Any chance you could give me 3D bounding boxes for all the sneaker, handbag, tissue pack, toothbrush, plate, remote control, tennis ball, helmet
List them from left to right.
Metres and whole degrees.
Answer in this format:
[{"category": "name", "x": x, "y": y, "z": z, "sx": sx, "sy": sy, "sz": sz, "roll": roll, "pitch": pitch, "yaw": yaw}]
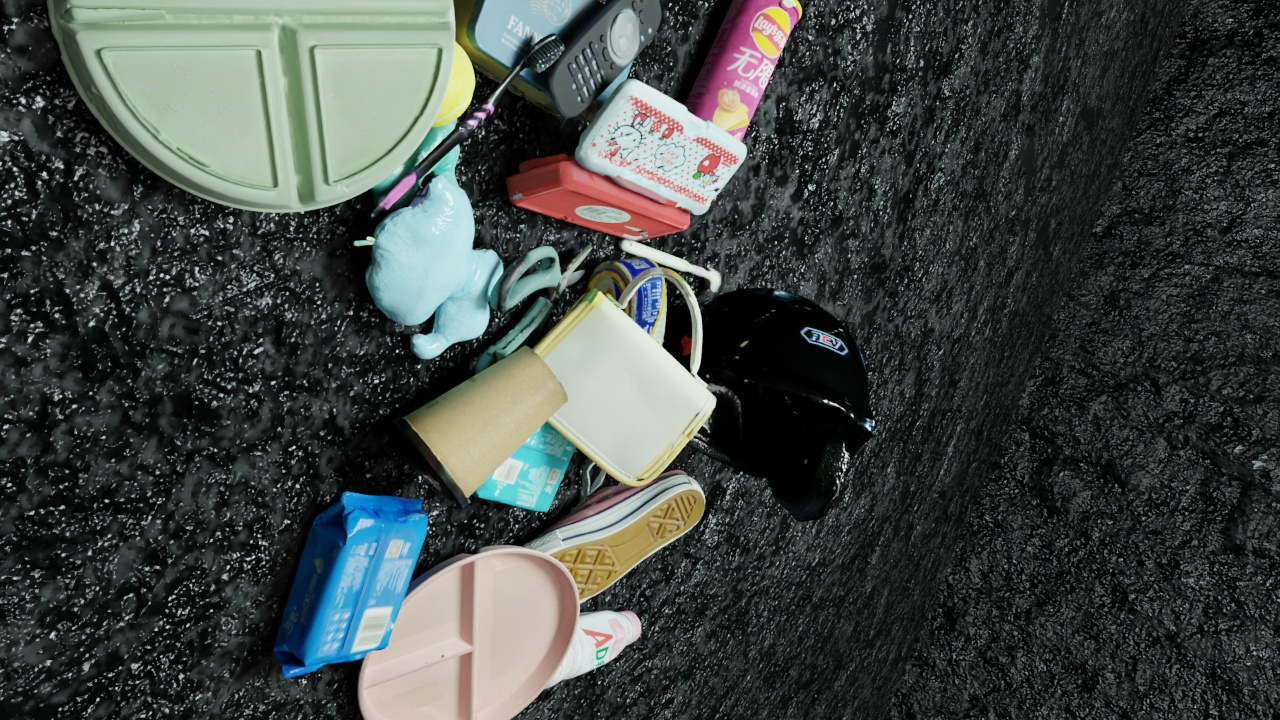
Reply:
[{"category": "plate", "x": -0.212, "y": -0.199, "z": 0.537, "sx": 0.229, "sy": 0.027, "sz": 0.230, "roll": -15, "pitch": 116, "yaw": -33}, {"category": "tissue pack", "x": -0.236, "y": 0.179, "z": 0.752, "sx": 0.094, "sy": 0.052, "sz": 0.157, "roll": 13, "pitch": 98, "yaw": -58}, {"category": "tennis ball", "x": -0.150, "y": -0.197, "z": 0.644, "sx": 0.065, "sy": 0.065, "sz": 0.066, "roll": -30, "pitch": 131, "yaw": -42}, {"category": "toothbrush", "x": -0.124, "y": -0.166, "z": 0.659, "sx": 0.189, "sy": 0.018, "sz": 0.014, "roll": -45, "pitch": 154, "yaw": -3}, {"category": "plate", "x": -0.162, "y": 0.273, "z": 0.882, "sx": 0.229, "sy": 0.028, "sz": 0.230, "roll": -17, "pitch": 123, "yaw": -29}, {"category": "tissue pack", "x": -0.116, "y": 0.087, "z": 0.866, "sx": 0.133, "sy": 0.050, "sz": 0.093, "roll": 30, "pitch": 82, "yaw": -56}, {"category": "sneaker", "x": -0.050, "y": 0.181, "z": 0.981, "sx": 0.240, "sy": 0.088, "sz": 0.118, "roll": -27, "pitch": 125, "yaw": -15}, {"category": "remote control", "x": -0.031, "y": -0.241, "z": 0.709, "sx": 0.136, "sy": 0.024, "sz": 0.053, "roll": -52, "pitch": 141, "yaw": -24}, {"category": "handbag", "x": -0.005, "y": 0.005, "z": 0.855, "sx": 0.179, "sy": 0.163, "sz": 0.063, "roll": -47, "pitch": -171, "yaw": 5}, {"category": "toothbrush", "x": 0.034, "y": -0.105, "z": 0.991, "sx": 0.189, "sy": 0.020, "sz": 0.029, "roll": 12, "pitch": 68, "yaw": -55}, {"category": "helmet", "x": 0.128, "y": 0.031, "z": 0.989, "sx": 0.233, "sy": 0.276, "sz": 0.229, "roll": 23, "pitch": 64, "yaw": -20}]

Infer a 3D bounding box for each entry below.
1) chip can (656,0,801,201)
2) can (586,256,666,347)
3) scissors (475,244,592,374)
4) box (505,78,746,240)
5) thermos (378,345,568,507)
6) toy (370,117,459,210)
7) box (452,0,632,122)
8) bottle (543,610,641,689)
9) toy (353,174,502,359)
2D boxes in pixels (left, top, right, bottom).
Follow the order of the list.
[{"category": "chip can", "x": 0.087, "y": -0.269, "z": 0.922, "sx": 0.071, "sy": 0.071, "sz": 0.210, "roll": 27, "pitch": 86, "yaw": -56}, {"category": "can", "x": -0.019, "y": -0.029, "z": 0.912, "sx": 0.049, "sy": 0.075, "sz": 0.148, "roll": -13, "pitch": 119, "yaw": -46}, {"category": "scissors", "x": -0.090, "y": -0.064, "z": 0.807, "sx": 0.176, "sy": 0.019, "sz": 0.172, "roll": -51, "pitch": 165, "yaw": -25}, {"category": "box", "x": -0.004, "y": -0.160, "z": 0.803, "sx": 0.161, "sy": 0.063, "sz": 0.200, "roll": -30, "pitch": 160, "yaw": 28}, {"category": "thermos", "x": -0.135, "y": 0.053, "z": 0.764, "sx": 0.143, "sy": 0.093, "sz": 0.093, "roll": -39, "pitch": 139, "yaw": -15}, {"category": "toy", "x": -0.166, "y": -0.145, "z": 0.685, "sx": 0.091, "sy": 0.030, "sz": 0.096, "roll": -46, "pitch": 146, "yaw": -25}, {"category": "box", "x": -0.082, "y": -0.254, "z": 0.708, "sx": 0.184, "sy": 0.063, "sz": 0.090, "roll": 13, "pitch": 98, "yaw": -57}, {"category": "bottle", "x": -0.066, "y": 0.324, "z": 1.058, "sx": 0.196, "sy": 0.068, "sz": 0.068, "roll": 6, "pitch": 103, "yaw": -58}, {"category": "toy", "x": -0.161, "y": -0.068, "z": 0.713, "sx": 0.156, "sy": 0.050, "sz": 0.162, "roll": -10, "pitch": 130, "yaw": -57}]
